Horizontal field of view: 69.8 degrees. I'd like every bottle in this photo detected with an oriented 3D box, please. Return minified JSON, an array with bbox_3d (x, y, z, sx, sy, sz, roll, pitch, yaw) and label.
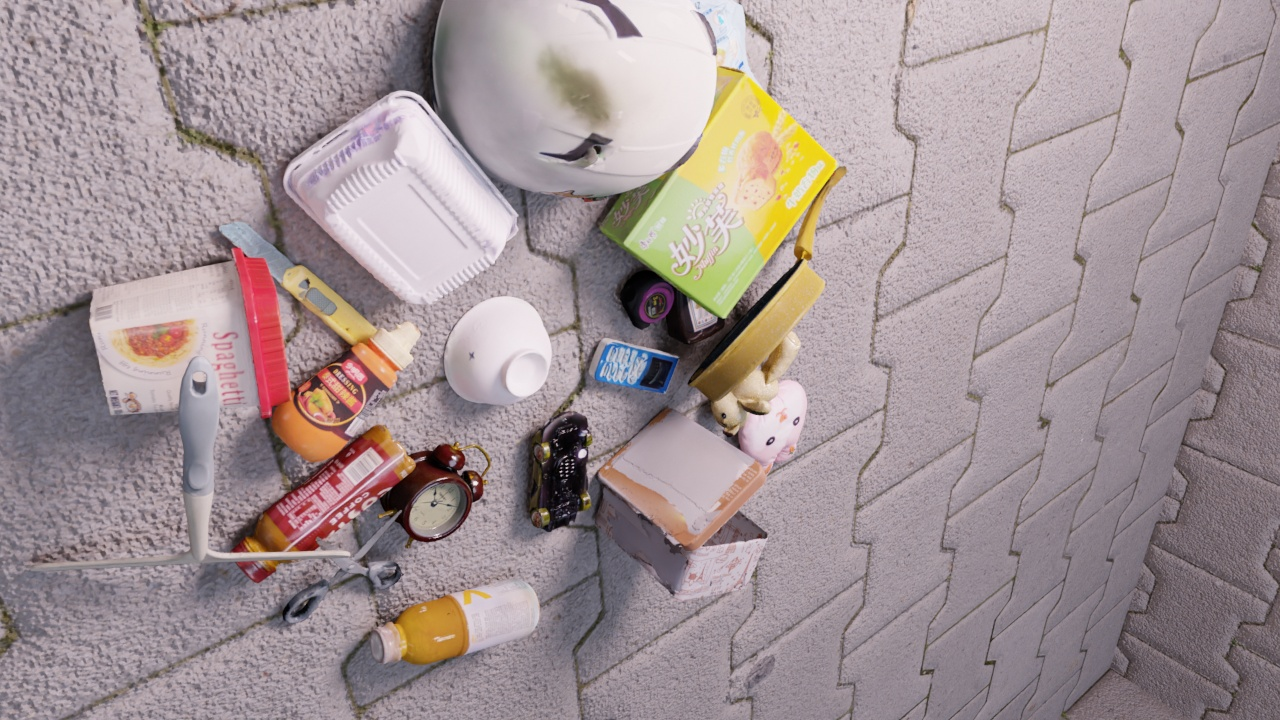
[{"bbox_3d":[-0.203,0.292,1.015,0.189,0.068,0.068,-4,115,-40],"label":"bottle"},{"bbox_3d":[0.062,-0.117,1.044,0.079,0.044,0.195,-26,127,-33],"label":"bottle"},{"bbox_3d":[-0.295,0.134,0.853,0.174,0.057,0.057,-40,133,-18],"label":"bottle"},{"bbox_3d":[-0.255,0.021,0.817,0.149,0.067,0.067,-46,135,-9],"label":"bottle"}]

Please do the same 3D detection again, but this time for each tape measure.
[{"bbox_3d":[0.006,-0.071,1.023,0.057,0.039,0.057,-39,133,-12],"label":"tape measure"}]

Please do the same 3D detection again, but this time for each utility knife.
[{"bbox_3d":[-0.280,-0.051,0.800,0.031,0.022,0.216,-52,132,-13],"label":"utility knife"}]

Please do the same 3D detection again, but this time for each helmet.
[{"bbox_3d":[-0.034,-0.241,0.792,0.273,0.157,0.230,-3,115,-32],"label":"helmet"}]

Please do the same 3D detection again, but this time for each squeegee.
[{"bbox_3d":[-0.337,0.097,0.701,0.246,0.039,0.247,3,132,-24],"label":"squeegee"}]

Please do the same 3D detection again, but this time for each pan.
[{"bbox_3d":[0.170,-0.100,1.095,0.356,0.078,0.198,-48,-179,-22],"label":"pan"}]

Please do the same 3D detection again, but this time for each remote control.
[{"bbox_3d":[-0.006,0.006,1.064,0.124,0.024,0.049,14,103,-44],"label":"remote control"}]

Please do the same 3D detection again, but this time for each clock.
[{"bbox_3d":[-0.206,0.131,0.932,0.121,0.055,0.082,-39,133,-15],"label":"clock"}]

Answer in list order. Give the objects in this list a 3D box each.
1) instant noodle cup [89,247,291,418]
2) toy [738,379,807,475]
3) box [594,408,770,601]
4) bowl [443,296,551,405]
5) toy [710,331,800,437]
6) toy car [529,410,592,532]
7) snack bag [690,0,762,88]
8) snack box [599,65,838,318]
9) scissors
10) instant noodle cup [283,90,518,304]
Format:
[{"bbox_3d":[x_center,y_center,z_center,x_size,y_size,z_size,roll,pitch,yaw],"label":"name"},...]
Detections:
[{"bbox_3d":[-0.342,-0.016,0.700,0.124,0.116,0.116,-9,119,-24],"label":"instant noodle cup"},{"bbox_3d":[0.184,0.100,1.269,0.121,0.054,0.160,-35,140,-22],"label":"toy"},{"bbox_3d":[0.052,0.158,1.091,0.151,0.182,0.174,4,113,-43],"label":"box"},{"bbox_3d":[-0.130,0.001,0.923,0.118,0.065,0.118,-21,125,-33],"label":"bowl"},{"bbox_3d":[0.146,0.024,1.157,0.066,0.105,0.157,29,110,-20],"label":"toy"},{"bbox_3d":[-0.092,0.126,1.041,0.070,0.042,0.158,-14,122,-36],"label":"toy car"},{"bbox_3d":[0.081,-0.299,0.963,0.110,0.039,0.191,-36,130,-11],"label":"snack bag"},{"bbox_3d":[0.083,-0.172,0.956,0.157,0.070,0.210,33,96,-33],"label":"snack box"},{"bbox_3d":[-0.279,0.201,0.894,0.180,0.014,0.159,-43,154,17],"label":"scissors"},{"bbox_3d":[-0.193,-0.120,0.769,0.138,0.060,0.173,-32,134,8],"label":"instant noodle cup"}]
